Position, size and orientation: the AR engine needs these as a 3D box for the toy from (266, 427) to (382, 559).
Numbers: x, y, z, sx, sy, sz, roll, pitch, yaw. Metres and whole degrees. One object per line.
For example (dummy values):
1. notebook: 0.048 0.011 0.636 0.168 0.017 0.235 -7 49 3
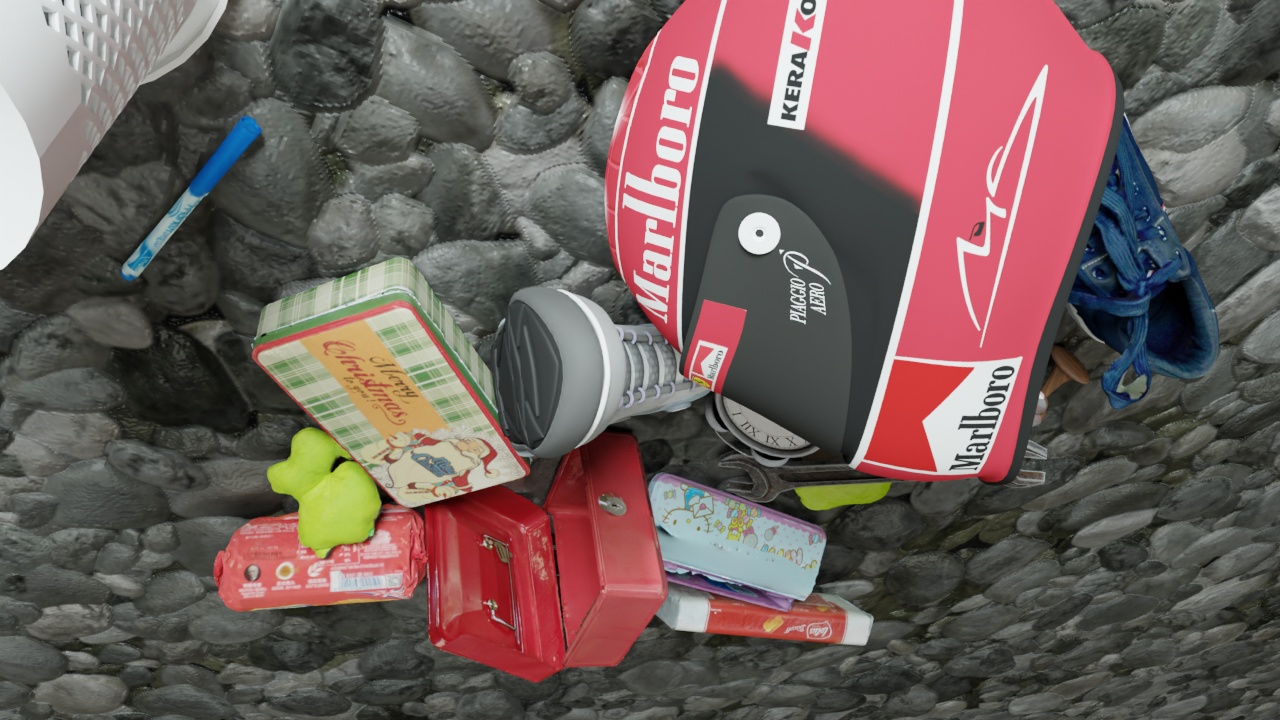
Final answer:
1. toy: -0.239 0.101 0.702 0.093 0.036 0.094 35 92 -21

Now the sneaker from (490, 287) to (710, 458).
1. sneaker: -0.004 0.003 0.558 0.160 0.093 0.257 -8 177 -15

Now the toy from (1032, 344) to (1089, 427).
1. toy: 0.322 0.037 0.768 0.054 0.041 0.102 -20 151 -24

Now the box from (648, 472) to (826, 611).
1. box: 0.070 0.162 0.846 0.214 0.089 0.093 23 90 -31

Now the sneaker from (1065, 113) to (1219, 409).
1. sneaker: 0.285 -0.075 0.565 0.121 0.127 0.294 -41 123 16

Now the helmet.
1. helmet: 0.094 -0.077 0.466 0.225 0.197 0.271 10 113 7

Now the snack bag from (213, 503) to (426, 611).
1. snack bag: -0.257 0.161 0.753 0.176 0.082 0.082 -2 137 -10

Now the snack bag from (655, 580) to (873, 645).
1. snack bag: 0.122 0.254 0.932 0.225 0.077 0.041 13 91 -21

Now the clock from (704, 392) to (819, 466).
1. clock: 0.097 0.035 0.688 0.094 0.035 0.123 37 136 0

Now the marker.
1. marker: -0.262 -0.090 0.527 0.142 0.013 0.013 -37 132 26

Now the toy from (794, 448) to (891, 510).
1. toy: 0.174 0.084 0.785 0.092 0.043 0.118 -9 133 6

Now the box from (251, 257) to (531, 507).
1. box: -0.166 0.026 0.647 0.118 0.049 0.206 -18 136 6

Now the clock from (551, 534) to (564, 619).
1. clock: -0.067 0.209 0.866 0.120 0.042 0.091 26 126 -34

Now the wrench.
1. wrench: 0.180 0.087 0.726 0.274 0.010 0.070 -9 133 37

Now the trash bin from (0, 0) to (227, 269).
1. trash bin: -0.266 -0.138 0.335 0.195 0.199 0.196 -6 137 -6

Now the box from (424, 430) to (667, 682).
1. box: -0.057 0.146 0.720 0.165 0.157 0.152 -31 136 17
